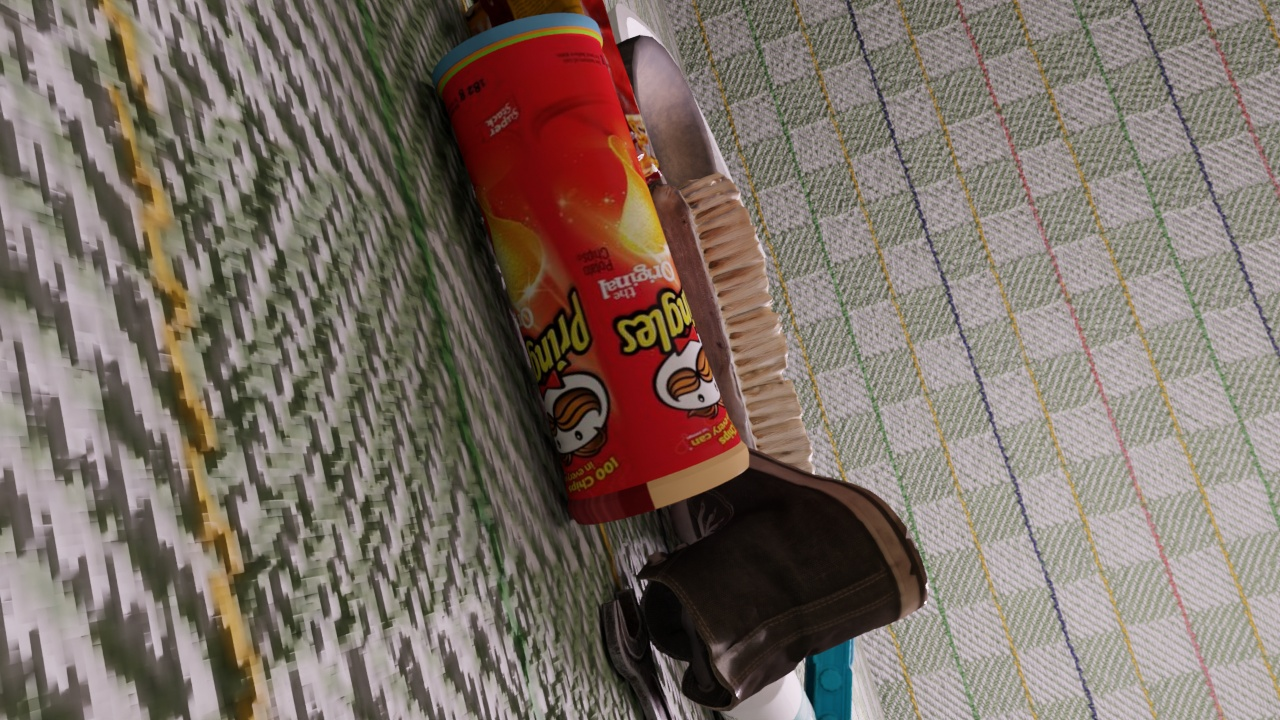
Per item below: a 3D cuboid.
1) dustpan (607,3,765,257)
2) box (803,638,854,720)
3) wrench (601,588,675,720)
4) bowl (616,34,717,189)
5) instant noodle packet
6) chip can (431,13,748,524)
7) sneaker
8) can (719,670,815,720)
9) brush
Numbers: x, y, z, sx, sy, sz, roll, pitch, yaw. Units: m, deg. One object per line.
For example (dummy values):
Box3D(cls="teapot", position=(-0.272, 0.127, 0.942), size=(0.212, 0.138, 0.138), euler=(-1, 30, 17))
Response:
Box3D(cls="dustpan", position=(0.037, -0.220, 0.877), size=(0.257, 0.053, 0.191), euler=(58, 21, 11))
Box3D(cls="box", position=(0.140, 0.272, 0.719), size=(0.182, 0.039, 0.226), euler=(73, 22, -67))
Box3D(cls="wrench", position=(0.032, 0.237, 0.461), size=(0.070, 0.010, 0.273), euler=(-64, 136, -75))
Box3D(cls="bowl", position=(0.000, -0.158, 0.704), size=(0.162, 0.070, 0.162), euler=(45, 37, -49))
Box3D(cls="instant noodle packet", position=(-0.044, -0.149, 0.496), size=(0.039, 0.099, 0.135), euler=(-25, 98, -34))
Box3D(cls="chip can", position=(-0.023, -0.039, 0.423), size=(0.087, 0.087, 0.213), euler=(-17, 89, -79))
Box3D(cls="sneaker", position=(0.045, 0.119, 0.529), size=(0.235, 0.119, 0.095), euler=(13, -55, 68))
Box3D(cls="can", position=(0.078, 0.219, 0.597), size=(0.054, 0.055, 0.102), euler=(-95, 164, -47))
Box3D(cls="brush", position=(0.063, 0.009, 0.619), size=(0.083, 0.056, 0.271), euler=(10, -61, 69))
